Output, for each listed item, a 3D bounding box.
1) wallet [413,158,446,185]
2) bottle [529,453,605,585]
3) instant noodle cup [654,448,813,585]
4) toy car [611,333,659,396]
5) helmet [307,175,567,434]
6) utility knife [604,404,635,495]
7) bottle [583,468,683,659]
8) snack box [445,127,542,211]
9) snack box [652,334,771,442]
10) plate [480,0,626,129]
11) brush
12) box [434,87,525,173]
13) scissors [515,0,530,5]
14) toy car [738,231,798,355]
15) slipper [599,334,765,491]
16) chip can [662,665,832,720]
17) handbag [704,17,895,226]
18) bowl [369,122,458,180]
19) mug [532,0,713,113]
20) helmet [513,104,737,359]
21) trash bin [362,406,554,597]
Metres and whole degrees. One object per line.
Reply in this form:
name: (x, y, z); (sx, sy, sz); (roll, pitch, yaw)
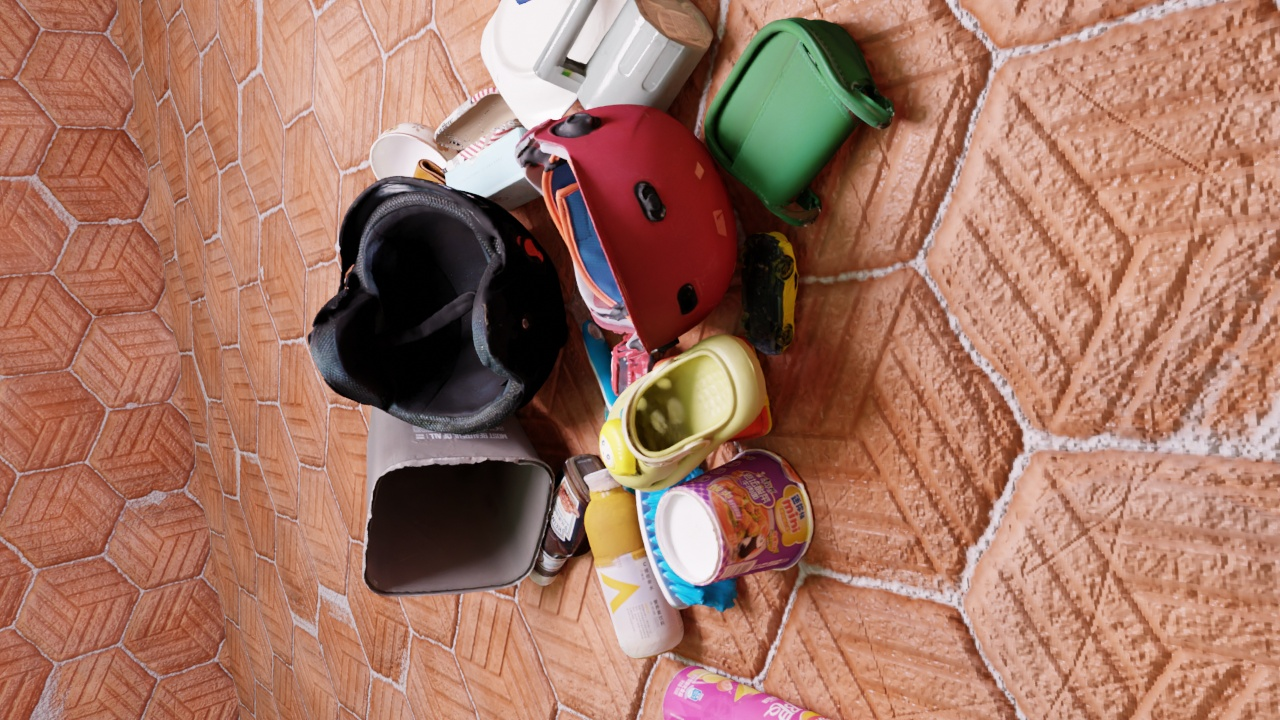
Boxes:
wallet: (-0.240, -0.170, 1.138); (0.119, 0.035, 0.131); (40, 140, 2)
bottle: (-0.085, 0.191, 1.047); (0.080, 0.044, 0.195); (58, 138, 31)
instant noodle cup: (0.074, 0.139, 0.789); (0.112, 0.099, 0.111); (16, 110, 51)
toy car: (-0.005, 0.005, 0.858); (0.120, 0.045, 0.053); (-87, -1, -78)
helmet: (-0.197, -0.060, 0.967); (0.234, 0.229, 0.275); (-8, 101, 23)
utility knife: (-0.014, 0.145, 0.970); (0.029, 0.013, 0.221); (-8, 93, 53)
bottle: (-0.012, 0.202, 0.929); (0.068, 0.067, 0.189); (-21, 86, 52)
snack box: (-0.139, -0.202, 0.992); (0.175, 0.074, 0.051); (-10, 91, 52)
snack box: (0.059, 0.030, 0.795); (0.082, 0.080, 0.091); (-17, 86, 53)
plate: (-0.092, -0.323, 0.888); (0.164, 0.034, 0.164); (-43, 63, 22)
brush: (0.009, 0.093, 0.900); (0.110, 0.060, 0.314); (-29, 74, 54)
box: (-0.176, -0.267, 1.034); (0.164, 0.074, 0.081); (-17, 96, 54)
scissors: (-0.042, -0.350, 0.797); (0.176, 0.162, 0.012); (-17, 121, 28)
toy car: (0.108, -0.055, 0.752); (0.048, 0.032, 0.105); (28, 131, 45)
slipper: (0.016, 0.043, 0.723); (0.191, 0.081, 0.091); (-40, 65, 45)
chip can: (0.111, 0.332, 0.810); (0.211, 0.071, 0.071); (0, 99, 52)
handbag: (0.118, -0.180, 0.687); (0.120, 0.067, 0.132); (55, 136, 17)
bowl: (-0.271, -0.250, 1.142); (0.113, 0.062, 0.114); (12, 139, 10)
mug: (-0.015, -0.263, 0.785); (0.104, 0.123, 0.083); (-47, 36, 44)
helmet: (0.008, -0.115, 0.744); (0.207, 0.144, 0.240); (66, 172, -23)
trash bin: (-0.229, 0.127, 1.076); (0.219, 0.198, 0.199); (-119, 38, -51)
